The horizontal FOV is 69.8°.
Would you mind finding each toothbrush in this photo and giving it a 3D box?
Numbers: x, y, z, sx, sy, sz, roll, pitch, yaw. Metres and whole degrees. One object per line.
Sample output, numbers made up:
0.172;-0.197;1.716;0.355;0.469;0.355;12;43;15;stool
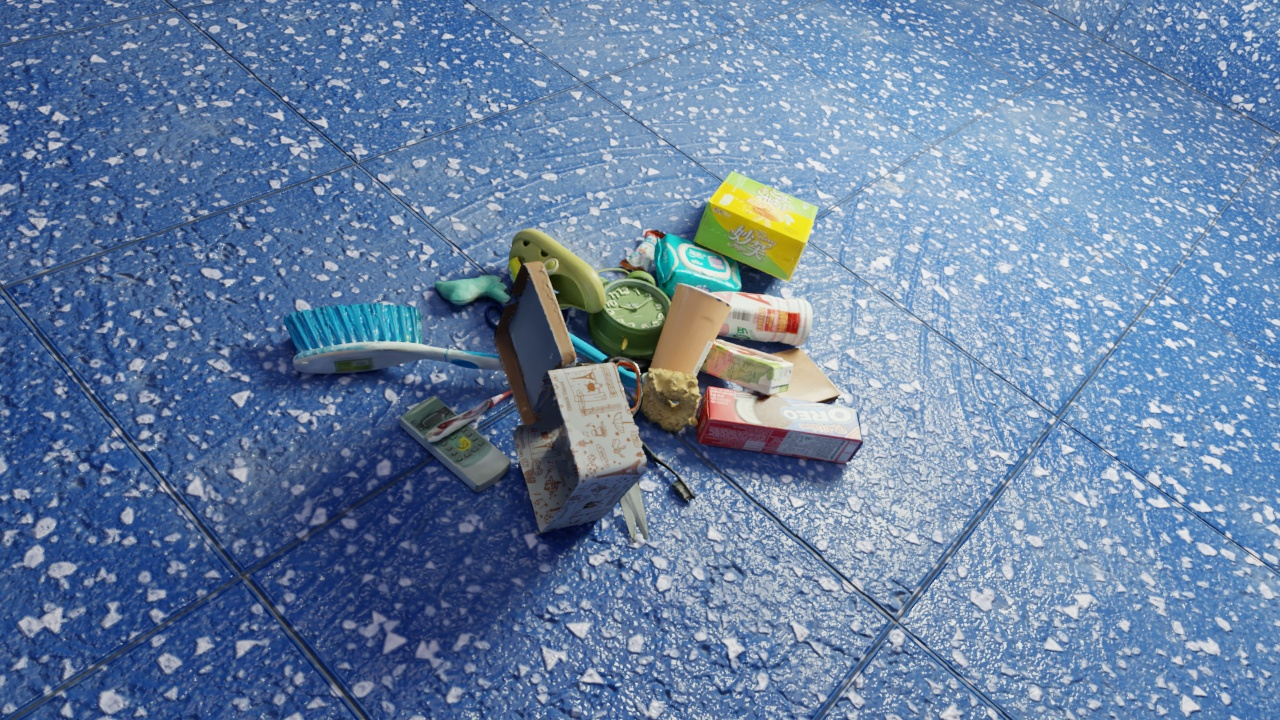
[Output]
-0.007;0.007;1.214;0.212;0.027;0.026;-6;20;-27;toothbrush
-0.187;0.052;1.098;0.016;0.017;0.187;37;41;19;toothbrush
0.003;0.106;1.135;0.016;0.014;0.189;-38;64;-14;toothbrush

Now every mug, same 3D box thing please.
0.061;-0.030;1.195;0.078;0.078;0.122;22;89;4;mug

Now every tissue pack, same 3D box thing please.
0.081;-0.131;1.346;0.133;0.050;0.093;13;43;-21;tissue pack

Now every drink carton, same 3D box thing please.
0.137;0.006;1.212;0.123;0.045;0.053;20;16;38;drink carton

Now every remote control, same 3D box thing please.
-0.215;0.096;1.070;0.135;0.019;0.056;37;48;18;remote control

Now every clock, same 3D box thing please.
-0.018;-0.071;1.266;0.116;0.056;0.161;-10;51;-27;clock

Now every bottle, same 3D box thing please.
0.142;-0.063;1.306;0.197;0.068;0.068;6;46;-7;bottle

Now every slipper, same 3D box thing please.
-0.126;-0.111;1.228;0.081;0.092;0.191;-36;45;-25;slipper

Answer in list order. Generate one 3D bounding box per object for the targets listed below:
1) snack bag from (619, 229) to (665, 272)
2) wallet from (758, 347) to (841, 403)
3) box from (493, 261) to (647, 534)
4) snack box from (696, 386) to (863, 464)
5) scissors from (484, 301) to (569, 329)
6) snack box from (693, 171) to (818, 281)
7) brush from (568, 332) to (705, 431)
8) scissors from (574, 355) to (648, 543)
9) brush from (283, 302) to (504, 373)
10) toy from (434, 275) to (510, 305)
0.008;-0.162;1.384;0.045;0.026;0.105;32;49;3;snack bag
0.207;0.029;1.270;0.115;0.020;0.101;-13;52;-32;wallet
-0.094;0.039;1.014;0.082;0.177;0.259;-10;66;-26;box
0.178;0.085;1.179;0.207;0.058;0.057;9;48;-9;snack box
-0.144;-0.027;1.217;0.162;0.012;0.174;33;48;12;scissors
0.182;-0.212;1.418;0.158;0.070;0.209;24;28;5;snack box
-0.033;0.009;1.152;0.254;0.083;0.045;29;35;-1;brush
-0.012;0.097;1.081;0.148;0.022;0.234;-34;73;-13;scissors
-0.270;-0.020;1.130;0.314;0.061;0.109;-6;56;-16;brush
-0.219;-0.094;1.238;0.091;0.030;0.096;-18;37;-33;toy
